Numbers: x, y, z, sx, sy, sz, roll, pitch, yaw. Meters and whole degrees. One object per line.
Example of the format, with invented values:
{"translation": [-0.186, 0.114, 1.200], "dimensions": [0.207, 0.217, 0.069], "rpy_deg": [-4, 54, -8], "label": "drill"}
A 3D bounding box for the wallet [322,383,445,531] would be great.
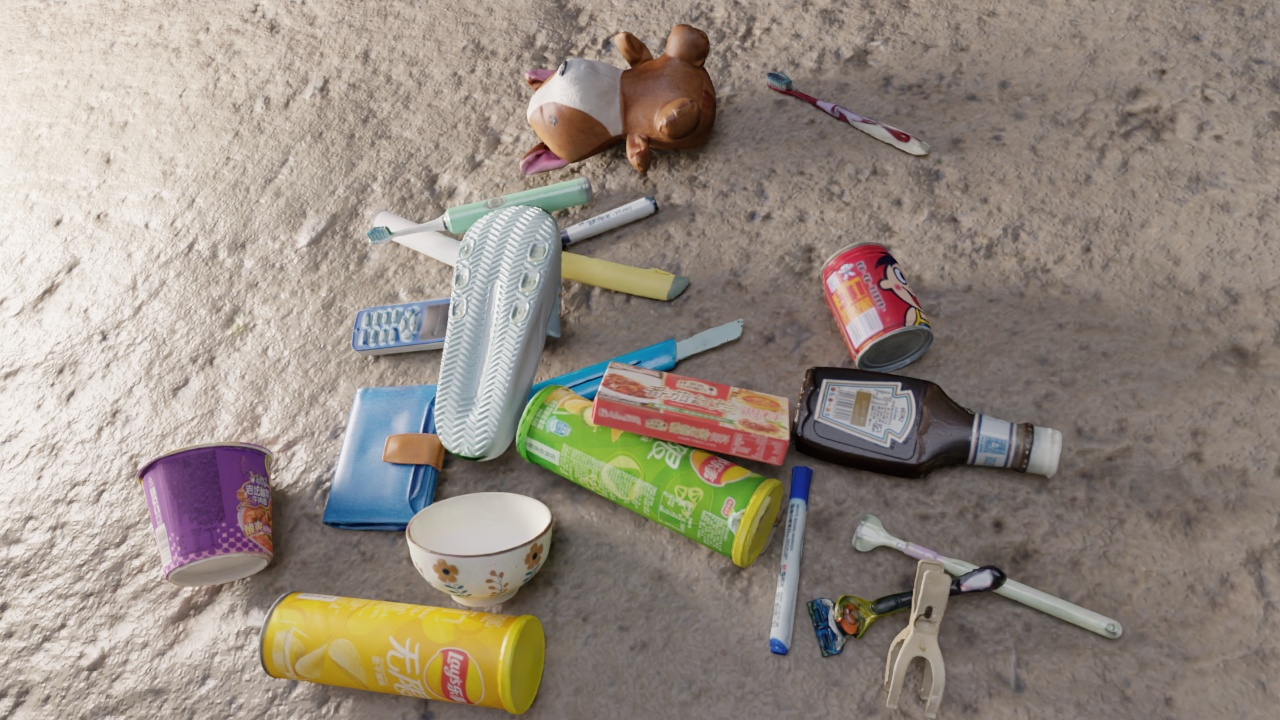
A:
{"translation": [-0.222, 0.085, 0.816], "dimensions": [0.106, 0.040, 0.132], "rpy_deg": [-3, 63, 18], "label": "wallet"}

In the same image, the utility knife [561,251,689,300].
{"translation": [-0.049, -0.087, 0.864], "dimensions": [0.195, 0.020, 0.031], "rpy_deg": [16, 74, 11], "label": "utility knife"}

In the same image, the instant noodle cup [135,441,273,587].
{"translation": [-0.367, 0.136, 0.792], "dimensions": [0.111, 0.111, 0.099], "rpy_deg": [-21, 69, 3], "label": "instant noodle cup"}

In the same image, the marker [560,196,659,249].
{"translation": [-0.045, -0.128, 0.891], "dimensions": [0.131, 0.018, 0.022], "rpy_deg": [-20, 70, 4], "label": "marker"}

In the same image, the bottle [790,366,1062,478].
{"translation": [0.220, 0.054, 0.714], "dimensions": [0.195, 0.044, 0.079], "rpy_deg": [10, 66, 18], "label": "bottle"}

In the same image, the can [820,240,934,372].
{"translation": [0.193, -0.045, 0.758], "dimensions": [0.066, 0.066, 0.093], "rpy_deg": [-20, 60, 4], "label": "can"}

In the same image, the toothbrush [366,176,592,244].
{"translation": [-0.157, -0.144, 0.903], "dimensions": [0.224, 0.027, 0.026], "rpy_deg": [-14, 56, -3], "label": "toothbrush"}

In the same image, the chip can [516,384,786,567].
{"translation": [0.002, 0.087, 0.735], "dimensions": [0.221, 0.072, 0.072], "rpy_deg": [22, 70, 23], "label": "chip can"}

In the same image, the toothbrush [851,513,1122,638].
{"translation": [0.249, 0.158, 0.667], "dimensions": [0.190, 0.020, 0.029], "rpy_deg": [19, 76, 21], "label": "toothbrush"}

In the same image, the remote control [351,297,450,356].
{"translation": [-0.215, -0.032, 0.880], "dimensions": [0.125, 0.024, 0.049], "rpy_deg": [-6, 62, 13], "label": "remote control"}

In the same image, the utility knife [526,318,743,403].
{"translation": [-0.005, 0.005, 0.811], "dimensions": [0.207, 0.018, 0.034], "rpy_deg": [-20, 60, 3], "label": "utility knife"}

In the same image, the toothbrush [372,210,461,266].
{"translation": [-0.177, -0.103, 0.906], "dimensions": [0.221, 0.026, 0.026], "rpy_deg": [24, 96, 24], "label": "toothbrush"}

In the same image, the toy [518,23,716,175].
{"translation": [-0.029, -0.252, 0.899], "dimensions": [0.200, 0.130, 0.140], "rpy_deg": [-2, 68, 24], "label": "toy"}

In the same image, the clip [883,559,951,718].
{"translation": [0.194, 0.191, 0.642], "dimensions": [0.035, 0.081, 0.104], "rpy_deg": [8, 80, 11], "label": "clip"}

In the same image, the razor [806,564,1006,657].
{"translation": [0.191, 0.174, 0.660], "dimensions": [0.143, 0.022, 0.042], "rpy_deg": [-21, 62, 14], "label": "razor"}

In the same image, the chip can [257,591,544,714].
{"translation": [-0.185, 0.223, 0.712], "dimensions": [0.213, 0.072, 0.072], "rpy_deg": [2, 64, 15], "label": "chip can"}

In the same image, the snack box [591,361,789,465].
{"translation": [0.042, 0.040, 0.732], "dimensions": [0.153, 0.025, 0.075], "rpy_deg": [12, 25, 4], "label": "snack box"}

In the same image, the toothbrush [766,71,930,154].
{"translation": [0.197, -0.241, 0.887], "dimensions": [0.187, 0.017, 0.016], "rpy_deg": [34, 76, 28], "label": "toothbrush"}

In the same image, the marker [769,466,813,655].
{"translation": [0.116, 0.151, 0.705], "dimensions": [0.017, 0.017, 0.145], "rpy_deg": [5, 64, 16], "label": "marker"}

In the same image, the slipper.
{"translation": [-0.118, -0.027, 0.820], "dimensions": [0.104, 0.074, 0.245], "rpy_deg": [-1, 70, 28], "label": "slipper"}

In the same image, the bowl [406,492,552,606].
{"translation": [-0.126, 0.155, 0.728], "dimensions": [0.113, 0.113, 0.062], "rpy_deg": [5, 106, 17], "label": "bowl"}
